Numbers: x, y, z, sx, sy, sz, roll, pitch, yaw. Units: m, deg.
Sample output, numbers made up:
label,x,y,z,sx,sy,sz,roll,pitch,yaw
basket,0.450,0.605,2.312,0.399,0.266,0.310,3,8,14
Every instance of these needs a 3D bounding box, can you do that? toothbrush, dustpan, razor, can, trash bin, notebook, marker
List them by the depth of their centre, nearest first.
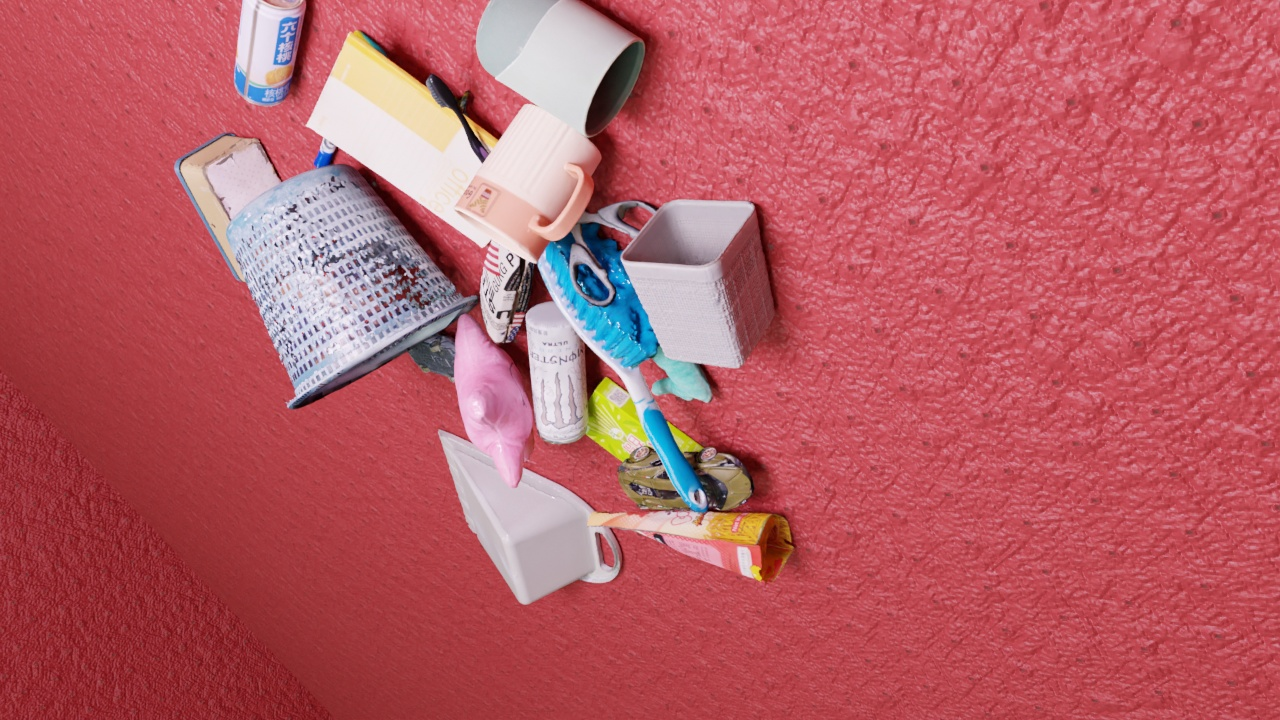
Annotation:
label,x,y,z,sx,sy,sz,roll,pitch,yaw
toothbrush,-0.139,-0.178,0.830,0.017,0.014,0.189,5,143,37
razor,-0.214,-0.259,0.837,0.132,0.028,0.043,38,146,5
notebook,-0.204,-0.198,0.864,0.206,0.010,0.146,35,145,-17
can,-0.356,-0.308,0.880,0.053,0.053,0.135,41,143,-3
marker,-0.312,-0.241,0.943,0.017,0.016,0.146,44,142,-7
can,-0.086,0.013,0.959,0.058,0.058,0.147,17,126,26
trash bin,-0.316,-0.088,0.963,0.227,0.225,0.195,-25,97,50
dustpan,-0.148,0.219,1.282,0.257,0.142,0.223,48,154,40

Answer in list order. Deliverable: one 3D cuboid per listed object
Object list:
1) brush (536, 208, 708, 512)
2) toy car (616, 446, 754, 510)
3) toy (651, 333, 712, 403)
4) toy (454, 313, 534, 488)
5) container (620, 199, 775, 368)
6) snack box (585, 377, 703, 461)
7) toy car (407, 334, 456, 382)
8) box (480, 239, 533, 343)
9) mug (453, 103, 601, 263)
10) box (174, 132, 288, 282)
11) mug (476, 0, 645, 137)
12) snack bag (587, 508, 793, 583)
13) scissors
label,x,y,z,sx,sy,sz,roll,pitch,yaw
brush,-0.005,0.005,0.870,0.314,0.060,0.110,55,149,2
toy car,0.045,0.126,0.960,0.158,0.042,0.070,-8,123,37
toy,0.033,0.007,0.899,0.097,0.030,0.092,-15,115,50
toy,-0.157,0.046,1.002,0.074,0.194,0.179,-20,132,-1
container,0.054,-0.061,0.766,0.090,0.090,0.114,9,137,34
snack box,0.006,0.091,1.009,0.156,0.026,0.086,36,143,3
toy car,-0.245,-0.009,1.109,0.121,0.036,0.054,8,135,47
box,-0.140,-0.076,0.925,0.055,0.070,0.165,5,146,-13
mug,-0.083,-0.141,0.753,0.114,0.106,0.081,29,176,45
box,-0.462,-0.178,1.072,0.061,0.089,0.184,12,133,32
mug,-0.063,-0.228,0.705,0.106,0.082,0.112,33,167,7
snack bag,0.058,0.193,1.023,0.208,0.073,0.128,4,171,35
scissors,-0.059,-0.125,0.809,0.178,0.014,0.159,-2,88,12
